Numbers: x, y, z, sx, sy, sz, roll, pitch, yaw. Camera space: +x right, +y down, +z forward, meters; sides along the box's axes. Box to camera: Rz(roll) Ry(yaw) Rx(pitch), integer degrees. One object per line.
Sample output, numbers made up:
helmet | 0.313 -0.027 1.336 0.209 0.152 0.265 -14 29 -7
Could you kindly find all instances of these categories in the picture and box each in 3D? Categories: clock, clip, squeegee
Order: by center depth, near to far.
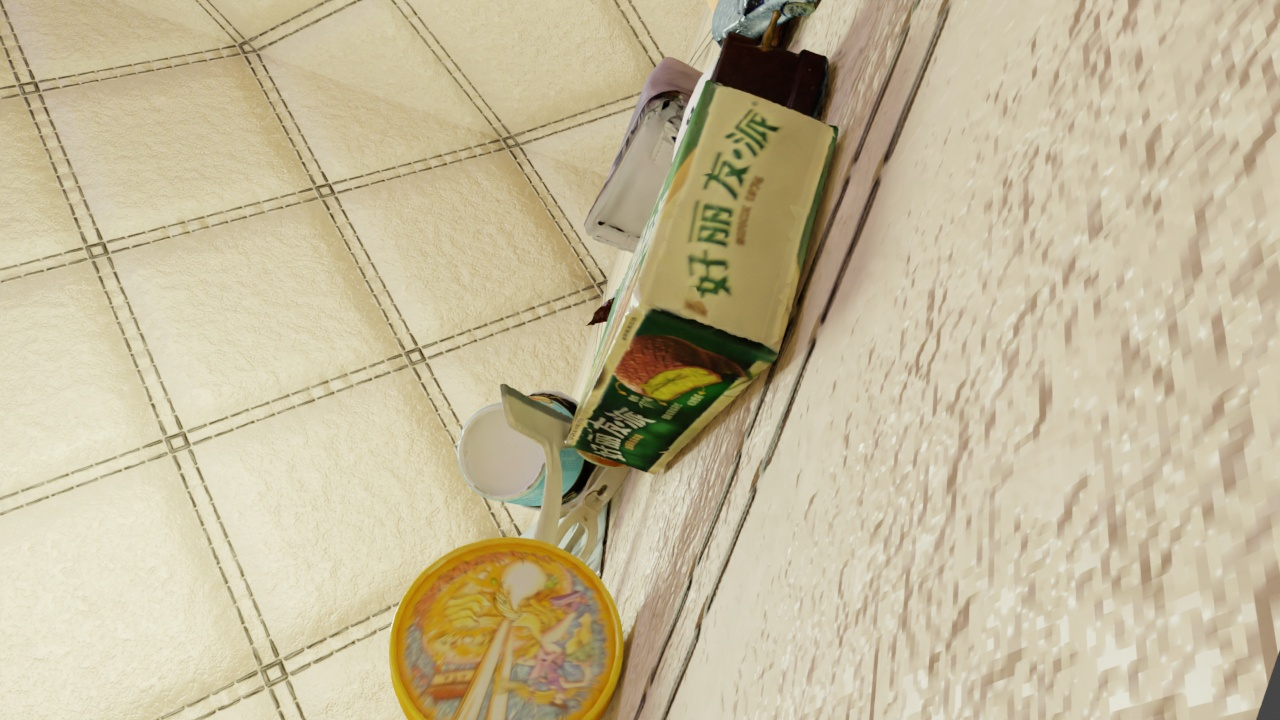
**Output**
clock | 0.055 -0.119 0.484 0.122 0.055 0.082 117 170 -69
squeegee | -0.087 0.150 0.617 0.246 0.039 0.246 57 -128 -80
clip | -0.051 0.122 0.730 0.089 0.035 0.103 -31 28 59

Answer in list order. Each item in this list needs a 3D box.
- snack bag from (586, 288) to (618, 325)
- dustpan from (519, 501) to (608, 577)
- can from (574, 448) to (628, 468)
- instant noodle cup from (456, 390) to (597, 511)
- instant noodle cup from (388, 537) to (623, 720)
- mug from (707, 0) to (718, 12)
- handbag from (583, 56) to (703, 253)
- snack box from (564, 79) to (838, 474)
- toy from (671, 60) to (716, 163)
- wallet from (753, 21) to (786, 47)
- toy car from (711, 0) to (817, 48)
snack bag | 0.001 -0.056 0.779 0.105 0.026 0.045 -28 -8 -33
dustpan | -0.077 0.249 0.828 0.258 0.142 0.222 -39 15 15
can | -0.004 0.004 0.652 0.057 0.058 0.147 -82 12 -65
instant noodle cup | -0.098 0.077 0.785 0.120 0.111 0.111 28 -100 -78
instant noodle cup | -0.074 0.177 0.505 0.115 0.118 0.118 101 -178 -48
mug | 0.102 -0.390 0.890 0.123 0.078 0.078 108 180 -76
handbag | 0.023 -0.189 0.845 0.196 0.098 0.145 -79 8 -64
snack box | 0.019 -0.023 0.471 0.240 0.063 0.114 121 168 -70
toy | 0.050 -0.139 0.658 0.121 0.054 0.159 131 149 -78
wallet | 0.097 -0.267 0.711 0.108 0.031 0.131 117 169 -69
toy car | 0.083 -0.249 0.610 0.121 0.036 0.054 -5 72 63
